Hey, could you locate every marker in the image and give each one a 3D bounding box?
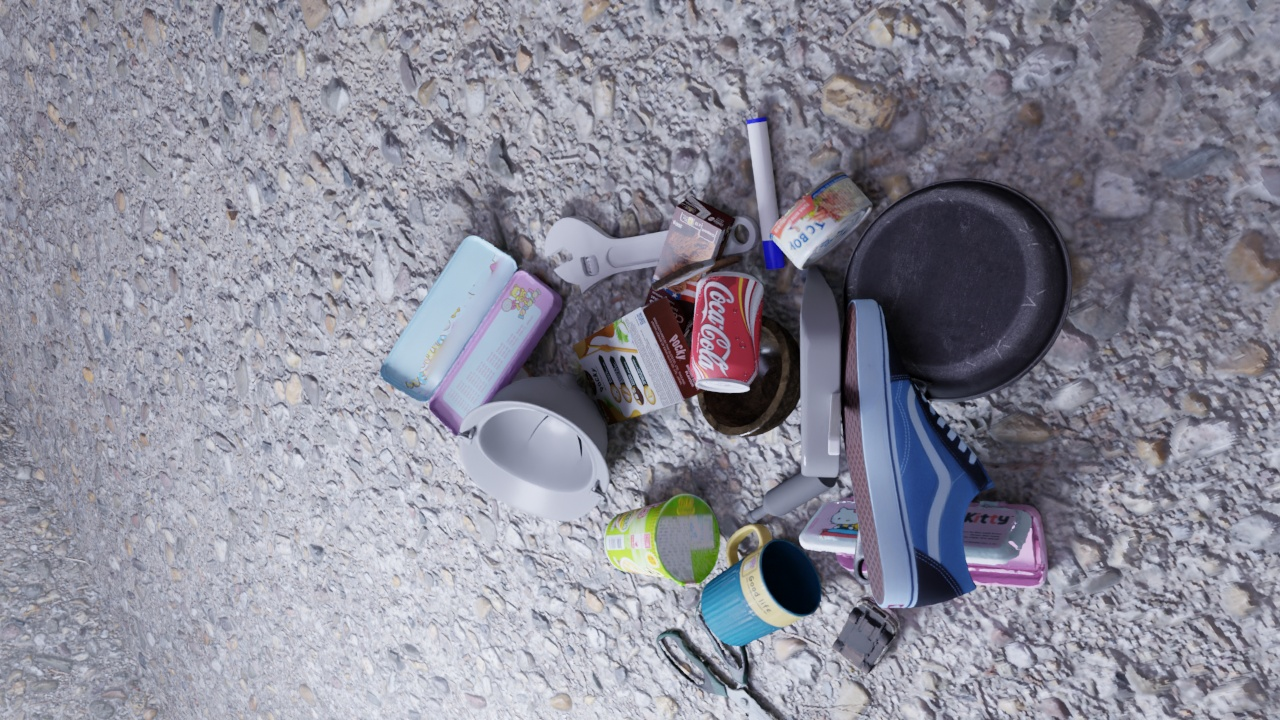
[{"bbox_3d":[0.120,-0.158,0.873,0.020,0.020,0.141,1,106,38],"label":"marker"}]

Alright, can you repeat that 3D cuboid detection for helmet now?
[{"bbox_3d":[-0.109,0.082,1.082,0.183,0.117,0.272,23,147,-1],"label":"helmet"}]

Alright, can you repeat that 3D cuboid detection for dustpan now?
[{"bbox_3d":[0.153,0.024,0.774,0.033,0.257,0.163,0,107,13],"label":"dustpan"}]

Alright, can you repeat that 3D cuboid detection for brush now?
[{"bbox_3d":[0.062,-0.087,0.863,0.045,0.142,0.008,-26,88,32],"label":"brush"}]

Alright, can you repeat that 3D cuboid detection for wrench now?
[{"bbox_3d":[0.004,-0.128,0.979,0.274,0.018,0.087,-6,102,38],"label":"wrench"}]

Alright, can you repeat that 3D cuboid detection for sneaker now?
[{"bbox_3d":[0.217,0.068,0.722,0.098,0.083,0.241,-7,80,0],"label":"sneaker"}]

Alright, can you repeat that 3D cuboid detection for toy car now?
[{"bbox_3d":[0.230,0.277,0.930,0.048,0.040,0.113,36,142,23],"label":"toy car"}]

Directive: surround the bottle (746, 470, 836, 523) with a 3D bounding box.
[{"bbox_3d":[0.151,0.141,0.947,0.113,0.030,0.030,-41,79,40],"label":"bottle"}]

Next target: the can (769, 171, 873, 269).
[{"bbox_3d":[0.159,-0.123,0.811,0.043,0.086,0.086,51,129,10],"label":"can"}]

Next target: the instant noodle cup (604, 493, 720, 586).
[{"bbox_3d":[0.018,0.203,1.039,0.108,0.098,0.099,-14,97,48],"label":"instant noodle cup"}]

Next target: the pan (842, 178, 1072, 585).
[{"bbox_3d":[0.231,0.021,0.767,0.187,0.055,0.357,19,95,35],"label":"pan"}]

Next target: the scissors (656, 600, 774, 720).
[{"bbox_3d":[0.112,0.361,1.066,0.210,0.015,0.147,37,124,23],"label":"scissors"}]

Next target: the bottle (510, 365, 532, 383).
[{"bbox_3d":[-0.178,0.050,1.154,0.063,0.063,0.109,50,129,14],"label":"bottle"}]

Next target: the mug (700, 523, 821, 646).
[{"bbox_3d":[0.123,0.235,0.980,0.108,0.083,0.113,-45,48,42],"label":"mug"}]

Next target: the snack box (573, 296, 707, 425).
[{"bbox_3d":[-0.006,0.006,0.979,0.186,0.031,0.101,-24,90,63],"label":"snack box"}]

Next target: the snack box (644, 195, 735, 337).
[{"bbox_3d":[0.046,-0.091,0.930,0.051,0.031,0.141,31,130,14],"label":"snack box"}]

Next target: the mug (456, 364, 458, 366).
[{"bbox_3d":[-0.241,-0.013,1.177,0.084,0.070,0.113,-16,95,41],"label":"mug"}]

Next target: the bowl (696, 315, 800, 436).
[{"bbox_3d":[0.117,0.019,0.904,0.121,0.056,0.121,-20,64,45],"label":"bowl"}]

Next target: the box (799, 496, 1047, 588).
[{"bbox_3d":[0.251,0.172,0.832,0.202,0.102,0.087,-4,101,39],"label":"box"}]

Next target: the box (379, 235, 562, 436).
[{"bbox_3d":[-0.204,-0.029,1.101,0.150,0.048,0.214,36,98,6],"label":"box"}]

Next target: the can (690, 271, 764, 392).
[{"bbox_3d":[0.081,-0.026,0.864,0.064,0.064,0.104,-4,75,39],"label":"can"}]
